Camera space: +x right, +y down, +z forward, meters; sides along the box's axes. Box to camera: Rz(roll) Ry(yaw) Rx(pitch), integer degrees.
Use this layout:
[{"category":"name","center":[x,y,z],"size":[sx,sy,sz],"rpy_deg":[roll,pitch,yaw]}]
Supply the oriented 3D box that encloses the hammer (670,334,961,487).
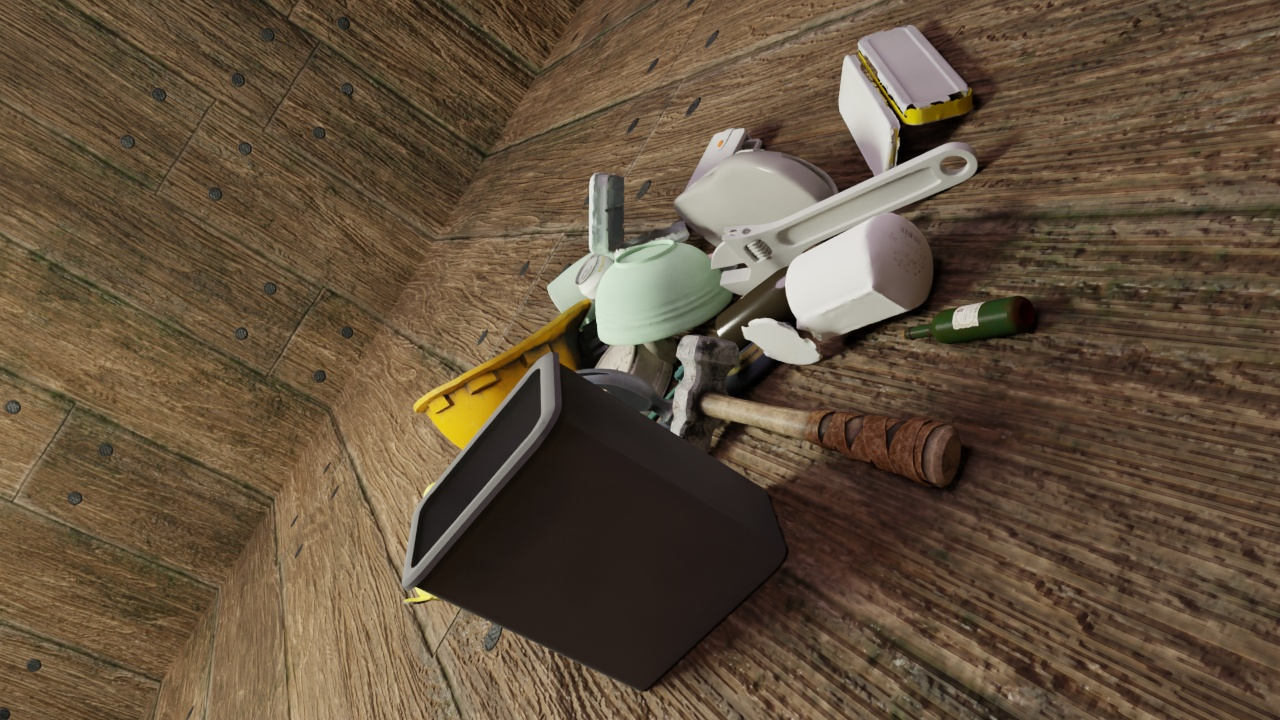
[{"category":"hammer","center":[0.118,0.050,0.716],"size":[0.319,0.048,0.121],"rpy_deg":[10,91,60]}]

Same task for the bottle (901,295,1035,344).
[{"category":"bottle","center":[0.223,-0.025,0.639],"size":[0.106,0.025,0.025],"rpy_deg":[-12,49,59]}]

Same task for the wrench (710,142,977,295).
[{"category":"wrench","center":[0.175,-0.120,0.822],"size":[0.274,0.086,0.018],"rpy_deg":[-20,42,40]}]

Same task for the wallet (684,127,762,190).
[{"category":"wallet","center":[0.093,-0.235,1.157],"size":[0.118,0.037,0.115],"rpy_deg":[-62,23,-3]}]

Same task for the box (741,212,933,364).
[{"category":"box","center":[0.153,-0.054,0.748],"size":[0.166,0.083,0.092],"rpy_deg":[-22,50,56]}]

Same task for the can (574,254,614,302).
[{"category":"can","center":[-0.026,-0.084,1.113],"size":[0.055,0.101,0.054],"rpy_deg":[-44,26,28]}]

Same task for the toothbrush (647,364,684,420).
[{"category":"toothbrush","center":[-0.003,0.072,0.978],"size":[0.190,0.017,0.016],"rpy_deg":[-49,25,18]}]

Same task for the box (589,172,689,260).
[{"category":"box","center":[0.011,-0.170,1.108],"size":[0.215,0.127,0.106],"rpy_deg":[-68,-17,-76]}]

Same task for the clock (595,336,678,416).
[{"category":"clock","center":[-0.006,0.006,1.010],"size":[0.157,0.061,0.103],"rpy_deg":[-49,25,23]}]

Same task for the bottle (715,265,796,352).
[{"category":"bottle","center":[0.145,-0.069,0.825],"size":[0.185,0.045,0.045],"rpy_deg":[-38,30,38]}]

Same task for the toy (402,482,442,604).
[{"category":"toy","center":[-0.224,0.210,1.161],"size":[0.149,0.084,0.213],"rpy_deg":[-46,27,24]}]

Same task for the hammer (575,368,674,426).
[{"category":"hammer","center":[-0.091,0.117,0.949],"size":[0.334,0.118,0.025],"rpy_deg":[-47,21,38]}]

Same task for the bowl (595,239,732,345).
[{"category":"bowl","center":[0.016,-0.081,0.973],"size":[0.151,0.077,0.150],"rpy_deg":[-17,20,6]}]

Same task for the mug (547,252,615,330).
[{"category":"mug","center":[-0.053,-0.090,1.222],"size":[0.104,0.084,0.111],"rpy_deg":[-38,55,13]}]

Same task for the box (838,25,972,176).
[{"category":"box","center":[0.238,-0.254,0.876],"size":[0.117,0.057,0.209],"rpy_deg":[-47,25,27]}]

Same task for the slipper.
[{"category":"slipper","center":[0.126,-0.176,0.946],"size":[0.080,0.113,0.266],"rpy_deg":[-50,16,-13]}]

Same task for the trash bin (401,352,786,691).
[{"category":"trash bin","center":[-0.035,0.132,0.703],"size":[0.192,0.219,0.097],"rpy_deg":[-48,24,20]}]

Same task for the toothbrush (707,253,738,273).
[{"category":"toothbrush","center":[0.044,-0.103,1.095],"size":[0.223,0.027,0.026],"rpy_deg":[-5,83,62]}]

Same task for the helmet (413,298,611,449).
[{"category":"helmet","center":[-0.138,0.046,1.129],"size":[0.256,0.131,0.205],"rpy_deg":[-30,1,12]}]

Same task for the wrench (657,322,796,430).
[{"category":"wrench","center":[0.050,0.049,0.893],"size":[0.274,0.022,0.073],"rpy_deg":[-42,35,32]}]
